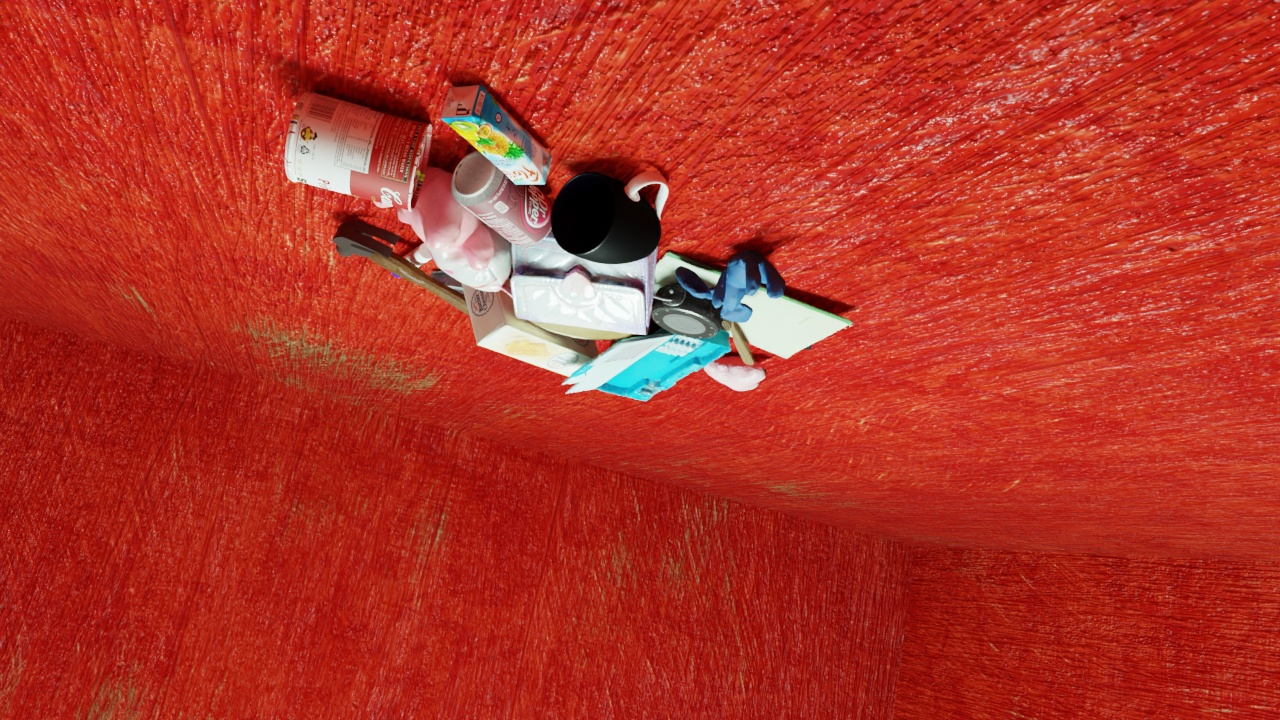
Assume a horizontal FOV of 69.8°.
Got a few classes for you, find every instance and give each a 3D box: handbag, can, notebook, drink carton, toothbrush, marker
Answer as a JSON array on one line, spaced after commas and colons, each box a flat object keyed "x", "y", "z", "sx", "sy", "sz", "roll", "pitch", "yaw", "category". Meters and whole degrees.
[{"x": -0.064, "y": -0.090, "z": 1.042, "sx": 0.158, "sy": 0.069, "sz": 0.127, "roll": 9, "pitch": 123, "yaw": 6, "category": "handbag"}, {"x": -0.140, "y": -0.166, "z": 0.947, "sx": 0.063, "sy": 0.063, "sz": 0.114, "roll": 4, "pitch": 164, "yaw": 28, "category": "can"}, {"x": -0.267, "y": -0.199, "z": 0.876, "sx": 0.116, "sy": 0.086, "sz": 0.087, "roll": 14, "pitch": 166, "yaw": -9, "category": "can"}, {"x": 0.120, "y": -0.068, "z": 1.187, "sx": 0.252, "sy": 0.010, "sz": 0.182, "roll": 19, "pitch": 161, "yaw": -13, "category": "notebook"}, {"x": -0.129, "y": -0.203, "z": 0.841, "sx": 0.044, "sy": 0.038, "sz": 0.129, "roll": 5, "pitch": 164, "yaw": 27, "category": "drink carton"}, {"x": 0.134, "y": -0.027, "z": 1.253, "sx": 0.016, "sy": 0.016, "sz": 0.167, "roll": 7, "pitch": 160, "yaw": 22, "category": "toothbrush"}, {"x": -0.321, "y": -0.141, "z": 1.283, "sx": 0.027, "sy": 0.023, "sz": 0.133, "roll": 42, "pitch": 155, "yaw": -20, "category": "marker"}]

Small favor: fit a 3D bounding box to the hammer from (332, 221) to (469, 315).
[{"x": -0.270, "y": -0.094, "z": 1.266, "sx": 0.323, "sy": 0.033, "sz": 0.115, "roll": 32, "pitch": 161, "yaw": -27, "category": "hammer"}]

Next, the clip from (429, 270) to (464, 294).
[{"x": -0.229, "y": -0.099, "z": 1.368, "sx": 0.163, "sy": 0.028, "sz": 0.107, "roll": 10, "pitch": 168, "yaw": 9, "category": "clip"}]

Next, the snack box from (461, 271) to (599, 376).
[{"x": -0.147, "y": -0.051, "z": 1.269, "sx": 0.058, "sy": 0.104, "sz": 0.207, "roll": -32, "pitch": 151, "yaw": 24, "category": "snack box"}]

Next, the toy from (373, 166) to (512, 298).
[{"x": -0.204, "y": -0.142, "z": 1.026, "sx": 0.142, "sy": 0.084, "sz": 0.213, "roll": 38, "pitch": 174, "yaw": 23, "category": "toy"}]

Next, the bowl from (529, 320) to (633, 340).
[{"x": -0.072, "y": -0.085, "z": 1.175, "sx": 0.151, "sy": 0.075, "sz": 0.151, "roll": 7, "pitch": 162, "yaw": 2, "category": "bowl"}]

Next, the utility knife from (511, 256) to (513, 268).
[{"x": -0.146, "y": -0.126, "z": 1.218, "sx": 0.163, "sy": 0.017, "sz": 0.030, "roll": 11, "pitch": 176, "yaw": -11, "category": "utility knife"}]

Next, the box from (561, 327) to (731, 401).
[{"x": -0.008, "y": 0.001, "z": 1.289, "sx": 0.185, "sy": 0.056, "sz": 0.228, "roll": 5, "pitch": 158, "yaw": -32, "category": "box"}]

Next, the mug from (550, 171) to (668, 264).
[{"x": -0.015, "y": -0.146, "z": 0.921, "sx": 0.119, "sy": 0.085, "sz": 0.100, "roll": -33, "pitch": 157, "yaw": 28, "category": "mug"}]

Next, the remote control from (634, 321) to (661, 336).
[{"x": -0.004, "y": -0.054, "z": 1.370, "sx": 0.150, "sy": 0.022, "sz": 0.047, "roll": 19, "pitch": 164, "yaw": -34, "category": "remote control"}]

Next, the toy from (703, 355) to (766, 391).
[{"x": 0.148, "y": 0.018, "z": 1.458, "sx": 0.096, "sy": 0.052, "sz": 0.099, "roll": 14, "pitch": 167, "yaw": 1, "category": "toy"}]

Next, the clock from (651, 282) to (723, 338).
[{"x": 0.056, "y": -0.067, "z": 1.153, "sx": 0.122, "sy": 0.043, "sz": 0.091, "roll": 27, "pitch": 158, "yaw": -27, "category": "clock"}]

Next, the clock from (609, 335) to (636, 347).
[{"x": 0.005, "y": -0.008, "z": 1.435, "sx": 0.137, "sy": 0.048, "sz": 0.096, "roll": 17, "pitch": -178, "yaw": -8, "category": "clock"}]

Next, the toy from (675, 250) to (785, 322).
[{"x": 0.106, "y": -0.087, "z": 1.041, "sx": 0.112, "sy": 0.071, "sz": 0.177, "roll": 13, "pitch": 170, "yaw": -14, "category": "toy"}]

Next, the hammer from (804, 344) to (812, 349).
[{"x": 0.080, "y": -0.062, "z": 1.279, "sx": 0.325, "sy": 0.015, "sz": 0.095, "roll": 10, "pitch": 165, "yaw": 9, "category": "hammer"}]
